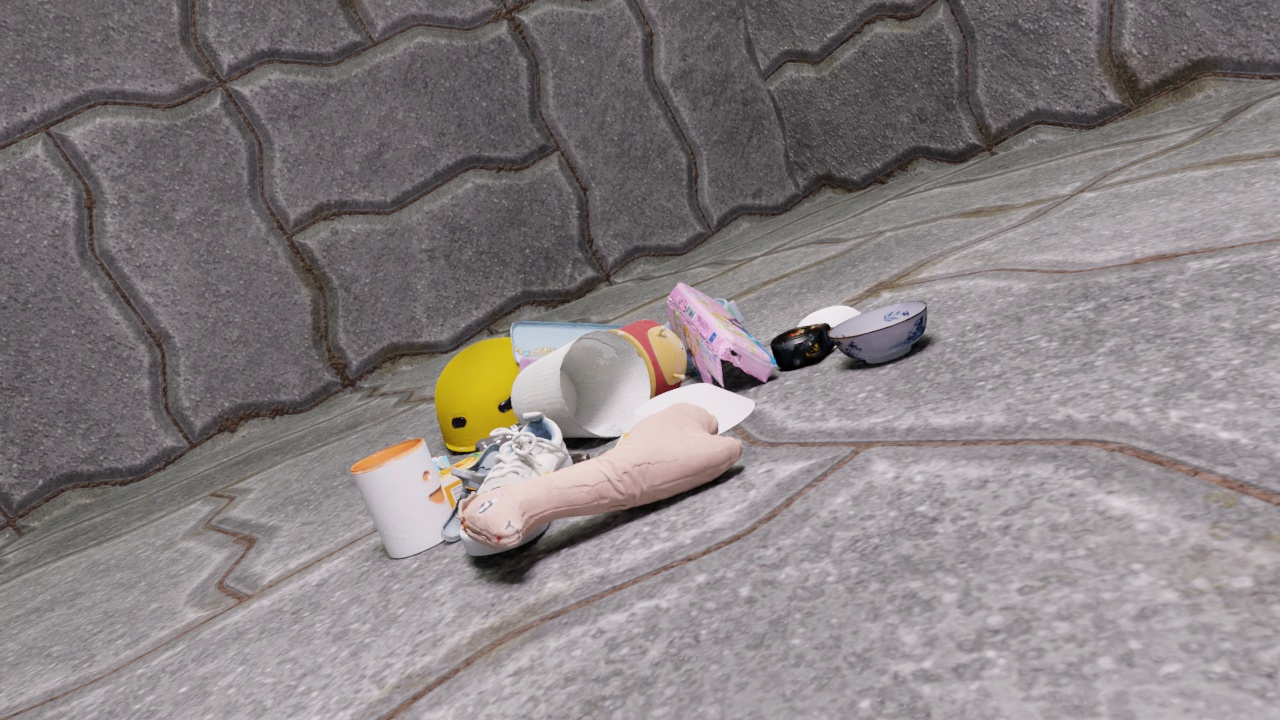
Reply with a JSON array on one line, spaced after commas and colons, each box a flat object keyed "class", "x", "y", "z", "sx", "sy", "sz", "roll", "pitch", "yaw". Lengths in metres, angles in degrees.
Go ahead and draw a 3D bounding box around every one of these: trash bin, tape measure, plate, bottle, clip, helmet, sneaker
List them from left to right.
[{"class": "clip", "x": -0.174, "y": 0.143, "z": 1.012, "sx": 0.027, "sy": 0.090, "sz": 0.162, "roll": 13, "pitch": 7, "yaw": 13}, {"class": "helmet", "x": -0.237, "y": 0.041, "z": 1.453, "sx": 0.209, "sy": 0.139, "sz": 0.239, "roll": -20, "pitch": 10, "yaw": 6}, {"class": "sneaker", "x": -0.130, "y": 0.117, "z": 0.937, "sx": 0.089, "sy": 0.091, "sz": 0.241, "roll": -12, "pitch": 11, "yaw": 12}, {"class": "bottle", "x": -0.171, "y": 0.107, "z": 1.255, "sx": 0.109, "sy": 0.036, "sz": 0.036, "roll": -23, "pitch": 10, "yaw": -18}, {"class": "trash bin", "x": -0.086, "y": 0.041, "z": 1.195, "sx": 0.133, "sy": 0.133, "sz": 0.162, "roll": -27, "pitch": 7, "yaw": -35}, {"class": "plate", "x": 0.044, "y": 0.061, "z": 1.062, "sx": 0.174, "sy": 0.036, "sz": 0.174, "roll": -20, "pitch": 9, "yaw": 3}, {"class": "tape measure", "x": 0.202, "y": -0.017, "z": 1.160, "sx": 0.072, "sy": 0.042, "sz": 0.071, "roll": -7, "pitch": 21, "yaw": 39}]

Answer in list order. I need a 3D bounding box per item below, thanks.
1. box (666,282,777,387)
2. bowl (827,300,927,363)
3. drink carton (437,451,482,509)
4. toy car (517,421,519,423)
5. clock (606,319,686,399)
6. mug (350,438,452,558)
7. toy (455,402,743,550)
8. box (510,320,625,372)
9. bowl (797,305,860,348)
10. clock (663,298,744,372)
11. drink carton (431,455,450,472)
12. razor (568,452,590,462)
[{"class": "box", "x": 0.089, "y": -0.020, "z": 1.215, "sx": 0.091, "sy": 0.084, "sz": 0.230, "roll": -59, "pitch": 24, "yaw": 13}, {"class": "bowl", "x": 0.275, "y": -0.027, "z": 1.044, "sx": 0.114, "sy": 0.045, "sz": 0.114, "roll": -20, "pitch": 10, "yaw": 3}, {"class": "drink carton", "x": -0.225, "y": 0.154, "z": 1.094, "sx": 0.122, "sy": 0.041, "sz": 0.058, "roll": -27, "pitch": 11, "yaw": -31}, {"class": "toy car", "x": -0.148, "y": 0.063, "z": 1.318, "sx": 0.060, "sy": 0.027, "sz": 0.107, "roll": -16, "pitch": 45, "yaw": 27}, {"class": "clock", "x": -0.007, "y": 0.007, "z": 1.251, "sx": 0.081, "sy": 0.117, "sz": 0.159, "roll": -24, "pitch": 3, "yaw": -40}, {"class": "mug", "x": -0.253, "y": 0.147, "z": 0.988, "sx": 0.082, "sy": 0.105, "sz": 0.082, "roll": -20, "pitch": 10, "yaw": 3}, {"class": "toy", "x": -0.041, "y": 0.103, "z": 0.856, "sx": 0.264, "sy": 0.065, "sz": 0.196, "roll": -15, "pitch": 15, "yaw": -10}, {"class": "box", "x": -0.088, "y": -0.008, "z": 1.418, "sx": 0.213, "sy": 0.062, "sz": 0.140, "roll": 2, "pitch": 32, "yaw": -27}, {"class": "bowl", "x": 0.250, "y": -0.047, "z": 1.225, "sx": 0.110, "sy": 0.040, "sz": 0.110, "roll": -20, "pitch": 9, "yaw": 3}, {"class": "clock", "x": 0.080, "y": -0.024, "z": 1.380, "sx": 0.122, "sy": 0.075, "sz": 0.161, "roll": -7, "pitch": 29, "yaw": 51}, {"class": "drink carton", "x": -0.311, "y": 0.160, "z": 1.245, "sx": 0.129, "sy": 0.038, "sz": 0.044, "roll": -14, "pitch": 11, "yaw": 30}, {"class": "razor", "x": -0.103, "y": 0.119, "z": 1.099, "sx": 0.106, "sy": 0.026, "sz": 0.042, "roll": -8, "pitch": 13, "yaw": 37}]
